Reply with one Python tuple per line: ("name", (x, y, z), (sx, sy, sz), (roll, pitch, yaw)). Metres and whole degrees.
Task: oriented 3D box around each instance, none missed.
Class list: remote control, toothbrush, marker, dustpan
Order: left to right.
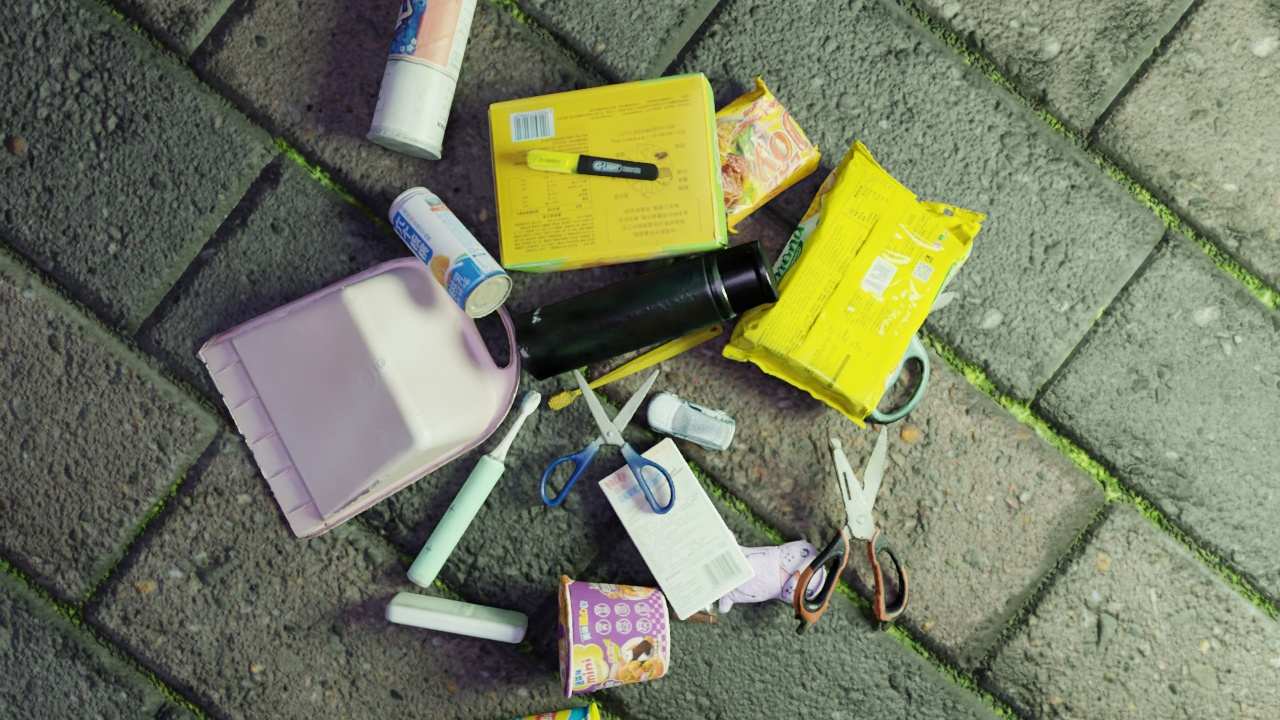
("dustpan", (-0.262, 0.025, 0.915), (0.274, 0.138, 0.222), (-23, 93, 27))
("remote control", (-0.179, 0.252, 0.898), (0.136, 0.056, 0.020), (11, 89, -2))
("toothbrush", (-0.162, 0.126, 0.910), (0.026, 0.027, 0.224), (32, 91, -38))
("marker", (-0.044, -0.174, 0.821), (0.124, 0.015, 0.018), (9, 99, 11))
("toothbrush", (-0.005, 0.005, 0.915), (0.190, 0.016, 0.015), (-25, 91, -1))

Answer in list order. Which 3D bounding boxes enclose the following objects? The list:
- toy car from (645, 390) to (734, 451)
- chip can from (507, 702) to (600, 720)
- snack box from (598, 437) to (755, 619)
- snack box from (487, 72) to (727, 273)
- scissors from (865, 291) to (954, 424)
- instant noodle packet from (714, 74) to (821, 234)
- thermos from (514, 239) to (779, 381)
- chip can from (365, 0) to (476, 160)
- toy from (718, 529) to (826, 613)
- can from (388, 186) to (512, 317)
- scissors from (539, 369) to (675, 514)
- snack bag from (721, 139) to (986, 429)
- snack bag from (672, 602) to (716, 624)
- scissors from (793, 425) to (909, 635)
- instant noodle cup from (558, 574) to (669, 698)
("toy car", (0.050, 0.061, 0.910), (0.090, 0.034, 0.043), (20, 94, 0))
("chip can", (-0.142, 0.388, 0.894), (0.210, 0.071, 0.071), (-10, 91, -1))
("snack box", (0.035, 0.163, 0.896), (0.085, 0.027, 0.156), (-33, 77, 2))
("snack box", (-0.029, -0.170, 0.863), (0.210, 0.070, 0.157), (-5, 91, 13))
("scissors", (0.225, -0.029, 0.919), (0.181, 0.019, 0.170), (18, 92, -1))
("instant noodle packet", (0.102, -0.201, 0.900), (0.128, 0.044, 0.111), (-38, 94, 0))
("thermos", (0.007, -0.049, 0.868), (0.243, 0.089, 0.068), (-17, 105, 14))
("chip can", (-0.200, -0.307, 0.877), (0.071, 0.071, 0.214), (14, 91, -2))
("toy", (0.131, 0.208, 0.912), (0.108, 0.039, 0.084), (-1, 93, -1))
("can", (-0.182, -0.104, 0.870), (0.053, 0.053, 0.134), (-43, 70, 0))
("scissors", (-0.026, 0.084, 0.892), (0.162, 0.012, 0.173), (38, 92, 9))
("snack bag", (0.207, -0.069, 0.877), (0.158, 0.068, 0.246), (32, 87, 2))
("snack bag", (0.055, 0.212, 0.917), (0.048, 0.026, 0.104), (3, 90, 12))
("scissors", (0.211, 0.176, 0.892), (0.189, 0.015, 0.226), (33, 91, -23))
("instant noodle cup", (-0.027, 0.263, 0.880), (0.099, 0.111, 0.111), (0, 91, -8))
